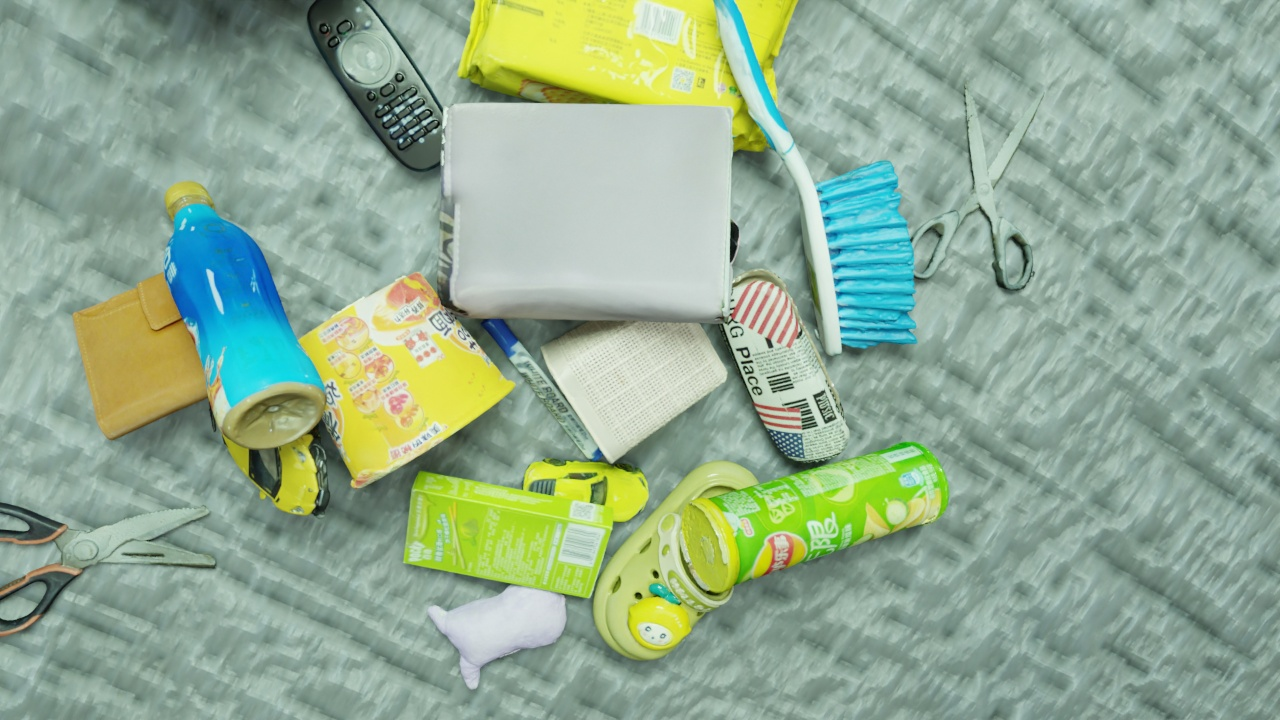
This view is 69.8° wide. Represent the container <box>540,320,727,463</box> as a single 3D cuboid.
[{"bbox_3d":[-0.004,0.004,0.700,0.111,0.090,0.090,-32,106,-2],"label":"container"}]

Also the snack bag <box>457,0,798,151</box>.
[{"bbox_3d":[-0.002,-0.247,0.648,0.246,0.068,0.158,11,102,-11],"label":"snack bag"}]

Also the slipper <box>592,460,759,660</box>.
[{"bbox_3d":[0.034,0.169,0.751,0.091,0.081,0.190,34,95,-12],"label":"slipper"}]

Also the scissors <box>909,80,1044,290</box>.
[{"bbox_3d":[0.279,-0.132,0.742,0.159,0.014,0.181,43,94,-15],"label":"scissors"}]

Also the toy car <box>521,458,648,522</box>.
[{"bbox_3d":[-0.044,0.108,0.749,0.105,0.032,0.048,5,103,-11],"label":"toy car"}]

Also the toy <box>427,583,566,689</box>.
[{"bbox_3d":[-0.111,0.222,0.764,0.108,0.039,0.084,-22,106,-5],"label":"toy"}]

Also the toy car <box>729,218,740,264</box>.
[{"bbox_3d":[0.016,-0.101,0.704,0.122,0.037,0.056,19,95,1],"label":"toy car"}]

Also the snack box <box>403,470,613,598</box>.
[{"bbox_3d":[-0.106,0.140,0.730,0.156,0.026,0.086,12,124,-6],"label":"snack box"}]

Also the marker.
[{"bbox_3d":[-0.076,0.023,0.731,0.017,0.017,0.146,-36,106,2],"label":"marker"}]

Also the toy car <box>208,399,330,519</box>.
[{"bbox_3d":[-0.266,0.055,0.654,0.041,0.156,0.071,-12,124,-42],"label":"toy car"}]

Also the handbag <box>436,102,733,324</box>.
[{"bbox_3d":[-0.034,-0.097,0.635,0.197,0.098,0.144,2,77,6],"label":"handbag"}]

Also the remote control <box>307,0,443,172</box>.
[{"bbox_3d":[-0.183,-0.199,0.657,0.053,0.024,0.136,-32,105,3],"label":"remote control"}]

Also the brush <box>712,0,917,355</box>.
[{"bbox_3d":[0.133,-0.129,0.668,0.109,0.060,0.315,-13,124,5],"label":"brush"}]

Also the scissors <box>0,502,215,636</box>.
[{"bbox_3d":[-0.453,0.152,0.714,0.189,0.015,0.221,42,94,-15],"label":"scissors"}]

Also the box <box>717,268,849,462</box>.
[{"bbox_3d":[0.111,0.011,0.721,0.075,0.081,0.163,-25,109,4],"label":"box"}]

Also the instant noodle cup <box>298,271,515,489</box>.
[{"bbox_3d":[-0.176,0.009,0.659,0.138,0.138,0.110,-31,98,1],"label":"instant noodle cup"}]

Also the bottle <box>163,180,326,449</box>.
[{"bbox_3d":[-0.272,-0.041,0.606,0.065,0.218,0.065,-25,149,-16],"label":"bottle"}]

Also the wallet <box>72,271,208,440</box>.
[{"bbox_3d":[-0.328,-0.016,0.654,0.131,0.031,0.107,-25,68,-7],"label":"wallet"}]

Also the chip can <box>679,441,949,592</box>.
[{"bbox_3d":[0.142,0.119,0.726,0.221,0.073,0.072,-12,106,-24],"label":"chip can"}]
